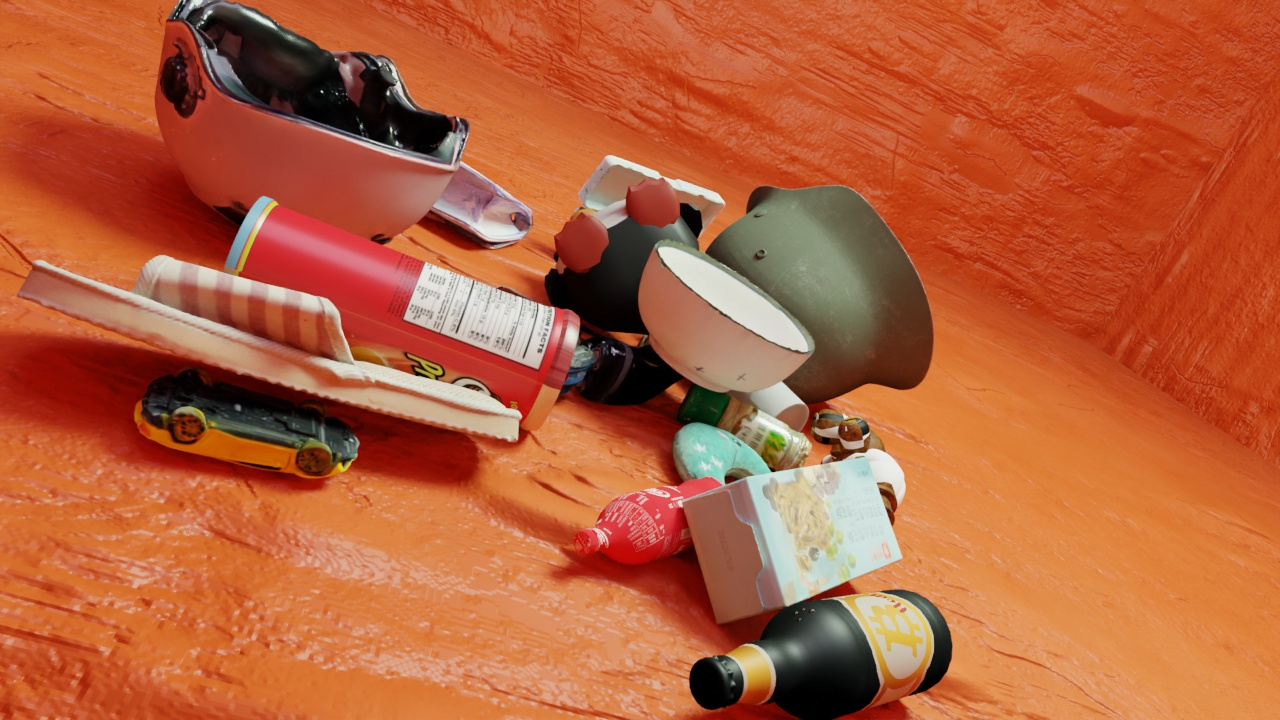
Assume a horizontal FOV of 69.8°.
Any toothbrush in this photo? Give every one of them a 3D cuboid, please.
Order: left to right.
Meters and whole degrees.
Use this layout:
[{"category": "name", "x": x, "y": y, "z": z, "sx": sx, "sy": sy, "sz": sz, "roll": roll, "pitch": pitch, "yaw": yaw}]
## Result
[{"category": "toothbrush", "x": -0.036, "y": -0.019, "z": 0.852, "sx": 0.135, "sy": 0.017, "sz": 0.021, "roll": 24, "pitch": 15, "yaw": 0}]

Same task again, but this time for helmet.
[{"category": "helmet", "x": -0.269, "y": -0.172, "z": 0.727, "sx": 0.255, "sy": 0.153, "sz": 0.229, "roll": 40, "pitch": 20, "yaw": 32}, {"category": "helmet", "x": 0.144, "y": -0.055, "z": 0.928, "sx": 0.153, "sy": 0.227, "sz": 0.267, "roll": -25, "pitch": 52, "yaw": -14}]

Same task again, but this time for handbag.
[{"category": "handbag", "x": -0.203, "y": -0.181, "z": 0.989, "sx": 0.158, "sy": 0.069, "sz": 0.126, "roll": 30, "pitch": 4, "yaw": 8}]

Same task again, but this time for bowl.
[{"category": "bowl", "x": 0.060, "y": -0.026, "z": 0.749, "sx": 0.153, "sy": 0.073, "sz": 0.153, "roll": 30, "pitch": 19, "yaw": -12}]

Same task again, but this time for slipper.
[{"category": "slipper", "x": -0.181, "y": -0.009, "z": 0.498, "sx": 0.262, "sy": 0.052, "sz": 0.115, "roll": 21, "pitch": -9, "yaw": -31}]

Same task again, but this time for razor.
[{"category": "razor", "x": -0.005, "y": 0.005, "z": 0.767, "sx": 0.064, "sy": 0.053, "sz": 0.140, "roll": 41, "pitch": 21, "yaw": 20}]

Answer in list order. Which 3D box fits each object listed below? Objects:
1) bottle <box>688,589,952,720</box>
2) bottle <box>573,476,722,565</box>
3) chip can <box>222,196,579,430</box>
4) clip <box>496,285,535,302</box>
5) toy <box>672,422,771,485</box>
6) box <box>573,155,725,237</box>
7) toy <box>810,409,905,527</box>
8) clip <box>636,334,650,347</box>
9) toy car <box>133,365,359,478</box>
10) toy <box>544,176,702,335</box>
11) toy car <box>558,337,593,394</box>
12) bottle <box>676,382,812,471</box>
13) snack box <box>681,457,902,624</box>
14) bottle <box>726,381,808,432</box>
[{"category": "bottle", "x": 0.094, "y": 0.155, "z": 0.477, "sx": 0.181, "sy": 0.059, "sz": 0.059, "roll": 8, "pitch": 26, "yaw": -44}, {"category": "bottle", "x": 0.010, "y": 0.097, "z": 0.549, "sx": 0.042, "sy": 0.042, "sz": 0.141, "roll": 37, "pitch": 21, "yaw": 30}, {"category": "chip can", "x": -0.153, "y": -0.028, "z": 0.601, "sx": 0.213, "sy": 0.087, "sz": 0.087, "roll": 21, "pitch": 19, "yaw": -14}, {"category": "clip", "x": -0.104, "y": -0.047, "z": 0.816, "sx": 0.061, "sy": 0.026, "sz": 0.049, "roll": 32, "pitch": 17, "yaw": 10}, {"category": "toy", "x": 0.063, "y": 0.080, "z": 0.692, "sx": 0.085, "sy": 0.033, "sz": 0.105, "roll": 48, "pitch": 25, "yaw": 25}, {"category": "box", "x": 0.002, "y": -0.163, "z": 1.094, "sx": 0.196, "sy": 0.136, "sz": 0.044, "roll": 8, "pitch": 31, "yaw": -43}, {"category": "toy", "x": 0.176, "y": 0.093, "z": 0.737, "sx": 0.067, "sy": 0.087, "sz": 0.112, "roll": -10, "pitch": 29, "yaw": 13}, {"category": "clip", "x": 0.016, "y": -0.015, "z": 0.899, "sx": 0.049, "sy": 0.026, "sz": 0.061, "roll": 25, "pitch": 11, "yaw": -21}, {"category": "toy car", "x": -0.194, "y": 0.035, "z": 0.461, "sx": 0.106, "sy": 0.030, "sz": 0.049, "roll": 19, "pitch": 18, "yaw": -28}, {"category": "toy", "x": -0.019, "y": -0.085, "z": 0.884, "sx": 0.140, "sy": 0.159, "sz": 0.184, "roll": 62, "pitch": -10, "yaw": -11}, {"category": "toy car", "x": -0.095, "y": -0.014, "z": 0.705, "sx": 0.120, "sy": 0.044, "sz": 0.056, "roll": 29, "pitch": 18, "yaw": 17}, {"category": "bottle", "x": 0.086, "y": 0.057, "z": 0.763, "sx": 0.111, "sy": 0.043, "sz": 0.043, "roll": 29, "pitch": 18, "yaw": 0}, {"category": "snack box", "x": 0.101, "y": 0.108, "z": 0.579, "sx": 0.174, "sy": 0.053, "sz": 0.075, "roll": 1, "pitch": 69, "yaw": -52}, {"category": "bottle", "x": 0.075, "y": 0.001, "z": 0.860, "sx": 0.052, "sy": 0.053, "sz": 0.195, "roll": 8, "pitch": 30, "yaw": -44}]
